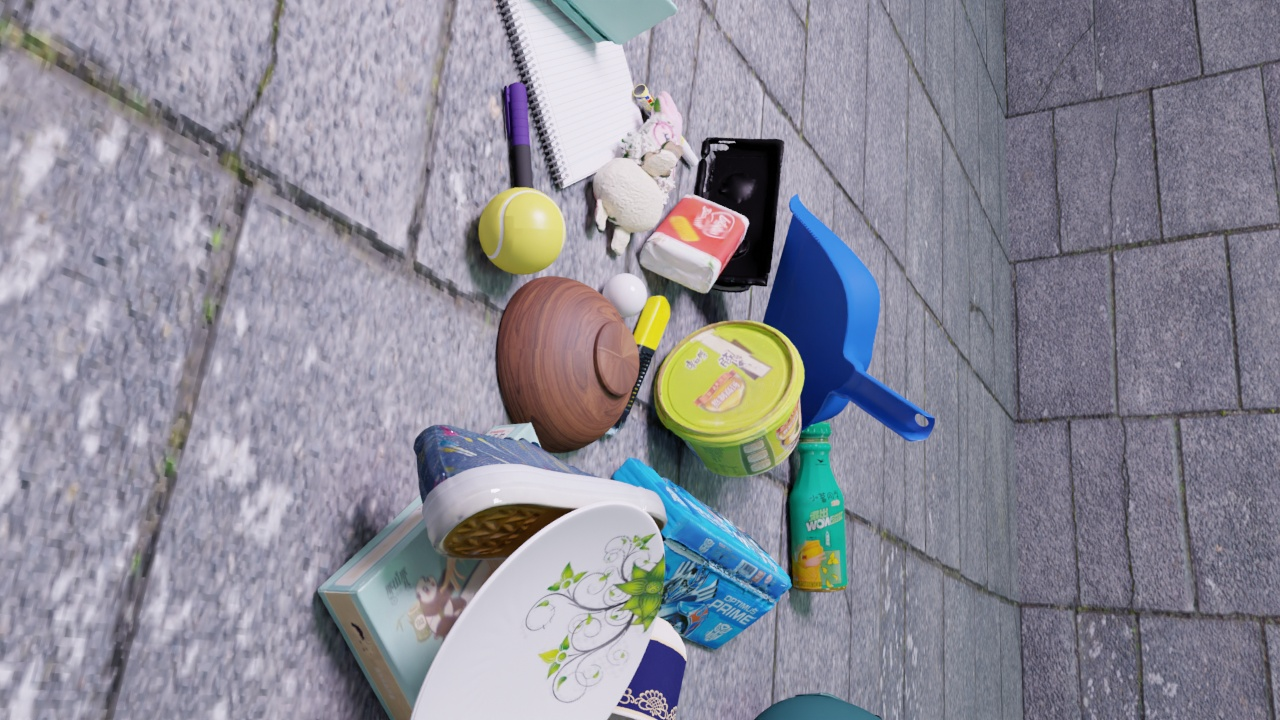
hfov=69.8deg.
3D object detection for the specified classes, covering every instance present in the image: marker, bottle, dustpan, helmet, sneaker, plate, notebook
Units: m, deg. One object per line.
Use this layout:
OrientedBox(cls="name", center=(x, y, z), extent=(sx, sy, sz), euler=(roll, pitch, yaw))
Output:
OrientedBox(cls="marker", center=(0.029, -0.240, 0.950), extent=(0.132, 0.014, 0.014), euler=(39, 53, -55))
OrientedBox(cls="bottle", center=(0.222, 0.182, 1.154), extent=(0.068, 0.068, 0.209), euler=(10, 77, -58))
OrientedBox(cls="dustpan", center=(0.198, -0.004, 0.920), extent=(0.059, 0.258, 0.246), euler=(-12, 127, -36))
OrientedBox(cls="helmet", center=(0.211, 0.457, 0.966), extent=(0.274, 0.201, 0.176), euler=(36, 70, -32))
OrientedBox(cls="marker", center=(-0.097, -0.158, 0.738), extent=(0.018, 0.015, 0.134), euler=(-3, 88, -31))
OrientedBox(cls="sneaker", center=(-0.061, 0.089, 0.620), extent=(0.235, 0.087, 0.079), euler=(26, 29, -57))
OrientedBox(cls="plate", center=(-0.067, 0.190, 0.593), extent=(0.228, 0.030, 0.230), euler=(-32, 134, -40))
OrientedBox(cls="notebook", center=(-0.063, -0.293, 0.817), extent=(0.177, 0.013, 0.246), euler=(-42, 121, -54))

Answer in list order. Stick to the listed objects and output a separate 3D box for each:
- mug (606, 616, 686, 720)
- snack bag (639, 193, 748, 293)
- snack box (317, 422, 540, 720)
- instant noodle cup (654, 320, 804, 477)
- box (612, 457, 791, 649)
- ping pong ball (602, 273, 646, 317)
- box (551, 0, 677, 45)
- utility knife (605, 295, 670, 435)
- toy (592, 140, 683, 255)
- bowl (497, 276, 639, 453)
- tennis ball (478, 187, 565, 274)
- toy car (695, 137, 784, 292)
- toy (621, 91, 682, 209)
OrientedBox(cls="mug", center=(-0.007, 0.266, 0.766), extent=(0.112, 0.086, 0.089), euler=(103, 3, -55))
OrientedBox(cls="snack bag", center=(0.056, -0.120, 0.924), extent=(0.115, 0.077, 0.036), euler=(-55, 166, -47))
OrientedBox(cls="snack box", center=(-0.114, 0.152, 0.632), extent=(0.193, 0.044, 0.141), euler=(-46, 123, -50))
OrientedBox(cls="instant noodle cup", center=(0.094, 0.042, 0.905), extent=(0.098, 0.146, 0.145), euler=(63, 36, -48))
OrientedBox(cls="box", center=(0.040, 0.199, 0.886), extent=(0.115, 0.094, 0.243), euler=(-48, 139, 2))
OrientedBox(cls="ping pong ball", center=(-0.014, -0.059, 0.832), extent=(0.040, 0.040, 0.040), euler=(14, 73, -57))
OrientedBox(cls="box", center=(-0.045, -0.340, 0.752), extent=(0.188, 0.093, 0.077), euler=(25, 64, -57))
OrientedBox(cls="utility knife", center=(-0.005, 0.005, 0.858), extent=(0.029, 0.020, 0.172), euler=(56, 40, -36))
OrientedBox(cls="toy", center=(-0.007, -0.154, 0.844), extent=(0.087, 0.050, 0.112), euler=(32, 84, -51))
OrientedBox(cls="bowl", center=(-0.043, 0.001, 0.748), extent=(0.147, 0.069, 0.147), euler=(14, 73, -57))
OrientedBox(cls="tennis ball", center=(-0.089, -0.097, 0.692), extent=(0.065, 0.065, 0.065), euler=(14, 73, -57))
OrientedBox(cls="toy car", center=(0.105, -0.153, 1.020), extent=(0.071, 0.094, 0.191), euler=(77, 19, -64))
OrientedBox(cls="toy", center=(0.021, -0.212, 0.897), extent=(0.096, 0.041, 0.108), euler=(62, 42, -56))
